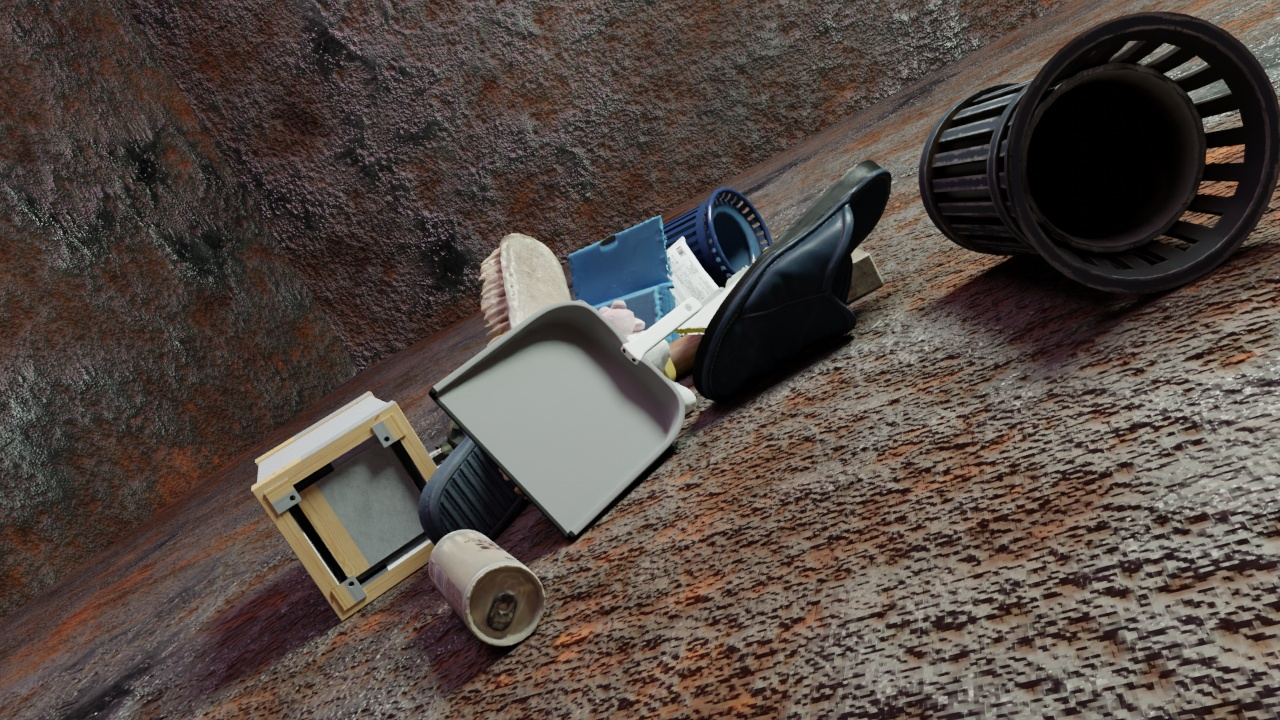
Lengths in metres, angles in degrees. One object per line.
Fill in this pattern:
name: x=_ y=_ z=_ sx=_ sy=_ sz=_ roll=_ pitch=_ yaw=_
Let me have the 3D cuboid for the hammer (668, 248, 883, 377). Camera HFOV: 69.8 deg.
hammer: x=0.101 y=-0.038 z=0.992 sx=0.301 sy=0.037 sz=0.157 roll=-28 pitch=12 yaw=5

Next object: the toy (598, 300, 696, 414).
toy: x=-0.005 y=0.005 z=0.857 sx=0.076 sy=0.125 sz=0.037 roll=-28 pitch=1 yaw=-7

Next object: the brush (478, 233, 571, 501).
brush: x=-0.094 y=0.000 z=0.838 sx=0.083 sy=0.270 sz=0.057 roll=17 pitch=-42 yaw=-40

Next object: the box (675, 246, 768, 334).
box: x=0.132 y=-0.087 z=0.962 sx=0.130 sy=0.034 sz=0.209 roll=-12 pitch=22 yaw=47

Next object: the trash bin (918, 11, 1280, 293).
trash bin: x=0.303 y=-0.141 z=0.663 sx=0.164 sy=0.164 sz=0.227 roll=-29 pitch=8 yaw=4

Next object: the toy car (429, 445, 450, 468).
toy car: x=-0.251 y=0.126 z=1.136 sx=0.048 sy=0.040 sz=0.113 roll=-32 pitch=11 yaw=-19

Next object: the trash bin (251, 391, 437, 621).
trash bin: x=-0.290 y=0.134 z=0.939 sx=0.142 sy=0.142 sz=0.247 roll=-33 pitch=12 yaw=-18

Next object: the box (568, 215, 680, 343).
box: x=-0.032 y=-0.071 z=1.141 sx=0.033 sy=0.174 sz=0.232 roll=-2 pitch=-7 yaw=-33

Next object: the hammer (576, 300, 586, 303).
hammer: x=-0.176 y=0.021 z=1.244 sx=0.119 sy=0.031 sz=0.332 roll=-46 pitch=6 yaw=-36

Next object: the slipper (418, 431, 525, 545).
slipper: x=-0.139 y=0.089 z=0.886 sx=0.083 sy=0.101 sz=0.262 roll=-20 pitch=19 yaw=36

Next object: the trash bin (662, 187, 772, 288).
trash bin: x=0.039 y=-0.115 z=1.225 sx=0.250 sy=0.139 sz=0.138 roll=-23 pitch=14 yaw=37

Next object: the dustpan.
dustpan: x=-0.029 y=0.014 z=0.788 sx=0.256 sy=0.163 sz=0.033 roll=-38 pitch=-11 yaw=-40

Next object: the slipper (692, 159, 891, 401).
slipper: x=0.155 y=-0.059 z=0.812 sx=0.265 sy=0.083 sz=0.109 roll=-47 pitch=-29 yaw=-8

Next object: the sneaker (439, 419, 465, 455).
sneaker: x=-0.130 y=0.036 z=1.021 sx=0.238 sy=0.101 sz=0.143 roll=-32 pitch=-3 yaw=9

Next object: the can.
can: x=-0.112 y=0.156 z=0.645 sx=0.054 sy=0.054 sz=0.136 roll=-34 pitch=12 yaw=-20

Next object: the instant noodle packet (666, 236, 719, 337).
instant noodle packet: x=0.049 y=-0.078 z=1.091 sx=0.087 sy=0.134 sz=0.026 roll=-42 pitch=-36 yaw=13

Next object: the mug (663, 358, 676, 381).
mug: x=-0.020 y=0.008 z=0.920 sx=0.114 sy=0.107 sz=0.083 roll=-20 pitch=13 yaw=38
